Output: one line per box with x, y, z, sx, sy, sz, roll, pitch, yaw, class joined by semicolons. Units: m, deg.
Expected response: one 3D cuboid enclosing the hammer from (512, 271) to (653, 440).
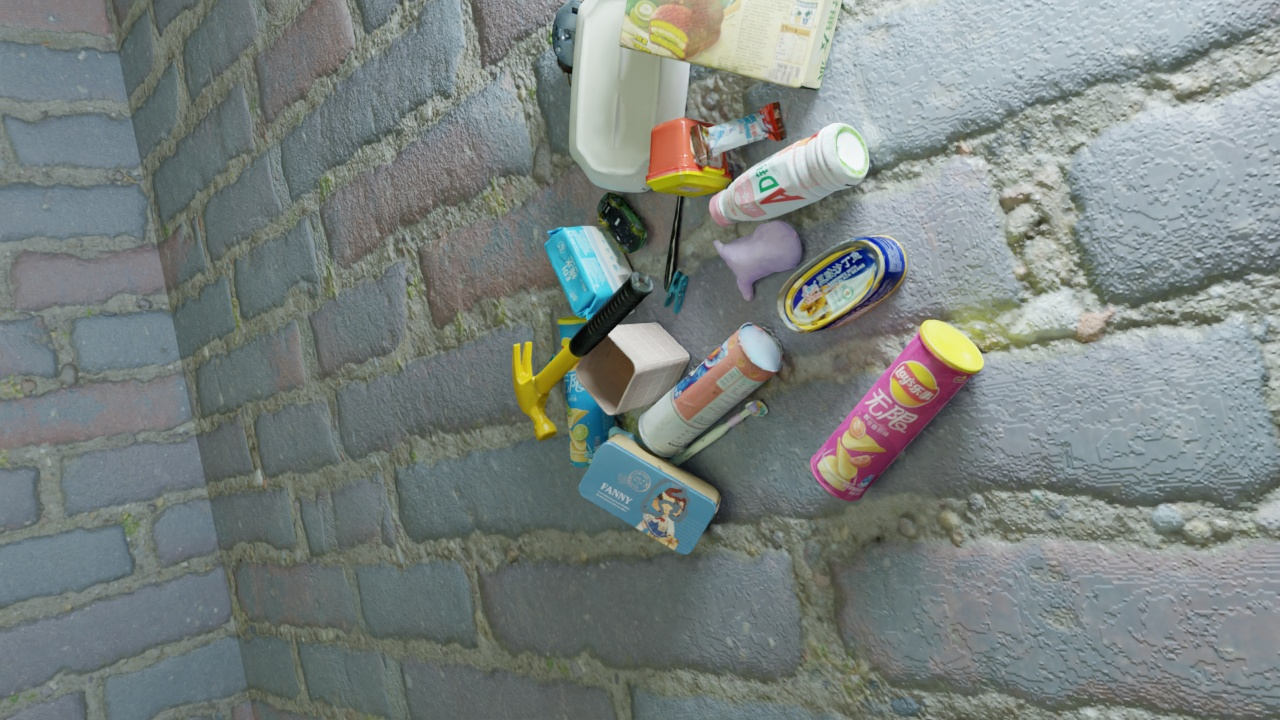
-0.079;-0.017;1.159;0.302;0.032;0.128;-42;68;43;hammer

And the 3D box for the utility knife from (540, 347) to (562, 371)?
-0.128;0.009;1.323;0.216;0.013;0.029;138;113;-72;utility knife

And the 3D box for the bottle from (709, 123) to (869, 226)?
0.157;-0.196;1.021;0.197;0.068;0.068;-18;85;49;bottle

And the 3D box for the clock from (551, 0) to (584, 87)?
-0.076;-0.419;1.222;0.082;0.055;0.122;33;121;36;clock

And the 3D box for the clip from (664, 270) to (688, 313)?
0.048;-0.089;1.190;0.042;0.014;0.056;39;125;34;clip

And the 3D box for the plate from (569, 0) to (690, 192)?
-0.021;-0.344;1.153;0.162;0.034;0.266;13;109;20;plate

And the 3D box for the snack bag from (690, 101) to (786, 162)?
0.112;-0.261;1.050;0.026;0.104;0.048;98;158;-86;snack bag

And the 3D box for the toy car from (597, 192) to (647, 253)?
-0.023;-0.184;1.226;0.091;0.036;0.043;57;131;23;toy car

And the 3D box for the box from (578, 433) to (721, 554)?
0.008;0.167;1.183;0.184;0.061;0.090;27;106;3;box

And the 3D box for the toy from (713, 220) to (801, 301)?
0.142;-0.122;1.069;0.108;0.038;0.084;-24;98;42;toy

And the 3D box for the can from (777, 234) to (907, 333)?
0.215;-0.081;0.993;0.149;0.049;0.074;-36;72;44;can

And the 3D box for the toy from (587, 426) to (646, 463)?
-0.002;0.166;1.243;0.156;0.049;0.161;3;109;21;toy

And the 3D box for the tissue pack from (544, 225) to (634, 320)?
-0.066;-0.120;1.245;0.063;0.089;0.140;-41;69;42;tissue pack

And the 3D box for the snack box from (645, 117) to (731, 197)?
0.058;-0.243;1.096;0.082;0.091;0.080;-3;88;47;snack box

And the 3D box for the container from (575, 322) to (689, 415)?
-0.007;0.007;1.194;0.090;0.110;0.090;46;127;30;container

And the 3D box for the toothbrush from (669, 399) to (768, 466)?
0.092;0.099;1.177;0.190;0.029;0.020;-39;27;44;toothbrush

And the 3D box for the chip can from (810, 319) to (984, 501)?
0.261;0.057;0.957;0.071;0.071;0.211;52;130;26;chip can

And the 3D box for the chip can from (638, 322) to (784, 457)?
0.084;0.040;1.135;0.215;0.071;0.071;-44;67;41;chip can

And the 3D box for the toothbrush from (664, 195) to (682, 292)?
0.044;-0.175;1.176;0.016;0.018;0.181;22;114;38;toothbrush

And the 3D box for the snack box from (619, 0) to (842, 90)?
0.096;-0.380;1.013;0.240;0.063;0.115;23;114;28;snack box

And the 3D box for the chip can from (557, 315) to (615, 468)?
-0.074;0.042;1.298;0.071;0.071;0.210;4;101;45;chip can
